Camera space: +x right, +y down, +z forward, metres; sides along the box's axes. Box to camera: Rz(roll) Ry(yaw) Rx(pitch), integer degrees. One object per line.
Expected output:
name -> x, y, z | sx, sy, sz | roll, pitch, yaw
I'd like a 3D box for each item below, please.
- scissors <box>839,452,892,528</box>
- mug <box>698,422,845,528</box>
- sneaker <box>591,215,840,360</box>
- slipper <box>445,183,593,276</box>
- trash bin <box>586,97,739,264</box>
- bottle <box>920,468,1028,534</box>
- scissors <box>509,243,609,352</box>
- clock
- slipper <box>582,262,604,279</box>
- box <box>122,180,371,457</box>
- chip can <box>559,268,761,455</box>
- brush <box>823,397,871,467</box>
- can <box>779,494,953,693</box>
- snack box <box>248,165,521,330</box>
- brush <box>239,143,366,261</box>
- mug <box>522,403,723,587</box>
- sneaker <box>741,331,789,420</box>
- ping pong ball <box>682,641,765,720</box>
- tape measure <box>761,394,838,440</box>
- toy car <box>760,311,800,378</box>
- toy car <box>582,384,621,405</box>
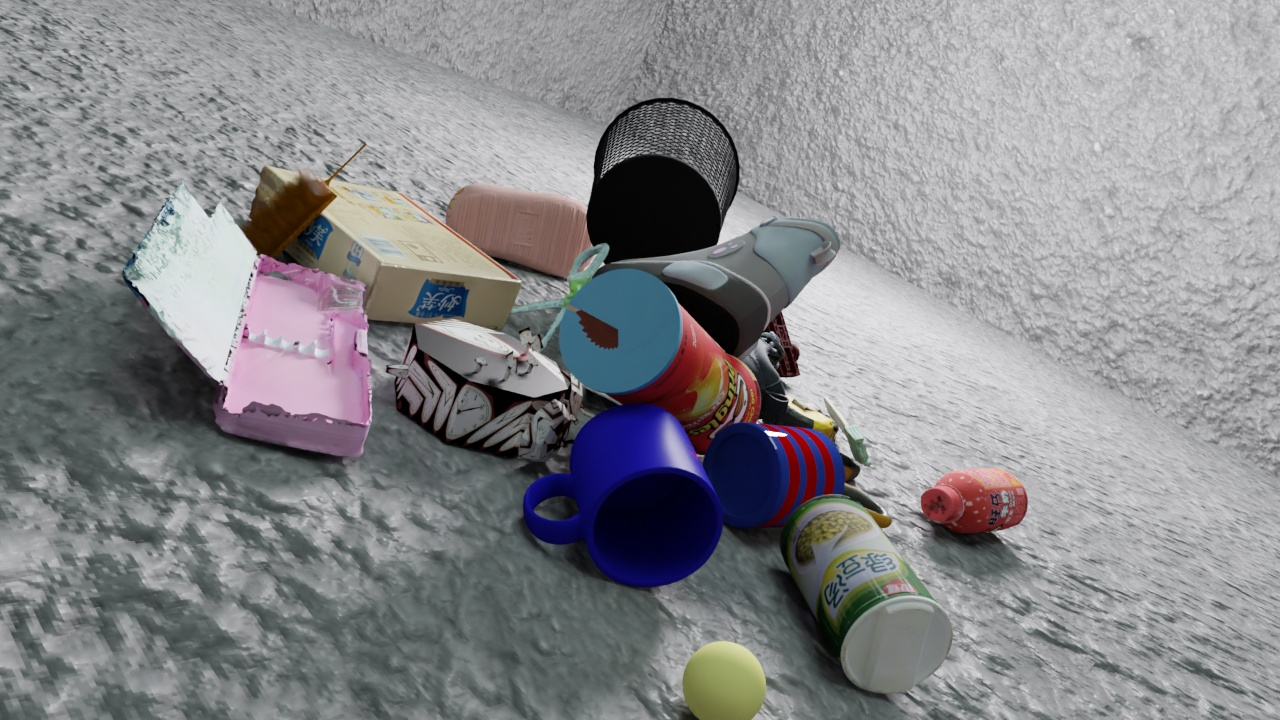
scissors -> 0.119, 0.081, 0.821 | 0.225, 0.016, 0.175 | 26, 16, 6
mug -> 0.085, 0.084, 0.688 | 0.076, 0.075, 0.112 | 8, -3, -43
sneaker -> 0.067, -0.084, 0.866 | 0.093, 0.160, 0.257 | 60, -19, -22
slipper -> -0.143, -0.160, 1.076 | 0.197, 0.093, 0.081 | 10, 11, -38
trash bin -> 0.023, -0.192, 1.064 | 0.184, 0.184, 0.209 | 23, 26, -5
bottle -> 0.304, 0.131, 0.849 | 0.137, 0.062, 0.062 | 5, 25, -45
scissors -> -0.061, -0.054, 0.831 | 0.172, 0.021, 0.172 | -3, 46, 32
clock -> -0.090, 0.018, 0.637 | 0.154, 0.065, 0.114 | 23, 17, -1
slipper -> 0.024, -0.072, 1.087 | 0.114, 0.054, 0.273 | 35, 22, 31
box -> -0.245, -0.030, 0.580 | 0.160, 0.062, 0.230 | 38, 9, -29
chip can -> 0.022, 0.009, 0.664 | 0.087, 0.087, 0.213 | 33, -2, 25
brush -> 0.207, 0.067, 0.934 | 0.012, 0.033, 0.217 | -17, 7, 5
can -> 0.136, 0.141, 0.571 | 0.067, 0.067, 0.121 | 19, 17, -18
snack box -> -0.229, -0.100, 0.820 | 0.207, 0.055, 0.153 | 36, 20, 34
brush -> -0.277, -0.134, 0.751 | 0.048, 0.126, 0.017 | 37, -10, 35
mug -> -0.015, 0.081, 0.549 | 0.111, 0.079, 0.083 | -8, 24, -7
sneaker -> 0.097, -0.007, 0.923 | 0.087, 0.089, 0.235 | 9, 25, -6
ping pong ball -> 0.040, 0.156, 0.441 | 0.040, 0.040, 0.040 | 22, 17, -7
tape measure -> 0.156, 0.058, 0.903 | 0.065, 0.037, 0.064 | 37, 20, 35
toy car -> 0.134, -0.056, 1.088 | 0.070, 0.062, 0.169 | 0, 73, -58
toy car -> -0.005, 0.005, 0.812 | 0.056, 0.055, 0.153 | 26, 17, 5
